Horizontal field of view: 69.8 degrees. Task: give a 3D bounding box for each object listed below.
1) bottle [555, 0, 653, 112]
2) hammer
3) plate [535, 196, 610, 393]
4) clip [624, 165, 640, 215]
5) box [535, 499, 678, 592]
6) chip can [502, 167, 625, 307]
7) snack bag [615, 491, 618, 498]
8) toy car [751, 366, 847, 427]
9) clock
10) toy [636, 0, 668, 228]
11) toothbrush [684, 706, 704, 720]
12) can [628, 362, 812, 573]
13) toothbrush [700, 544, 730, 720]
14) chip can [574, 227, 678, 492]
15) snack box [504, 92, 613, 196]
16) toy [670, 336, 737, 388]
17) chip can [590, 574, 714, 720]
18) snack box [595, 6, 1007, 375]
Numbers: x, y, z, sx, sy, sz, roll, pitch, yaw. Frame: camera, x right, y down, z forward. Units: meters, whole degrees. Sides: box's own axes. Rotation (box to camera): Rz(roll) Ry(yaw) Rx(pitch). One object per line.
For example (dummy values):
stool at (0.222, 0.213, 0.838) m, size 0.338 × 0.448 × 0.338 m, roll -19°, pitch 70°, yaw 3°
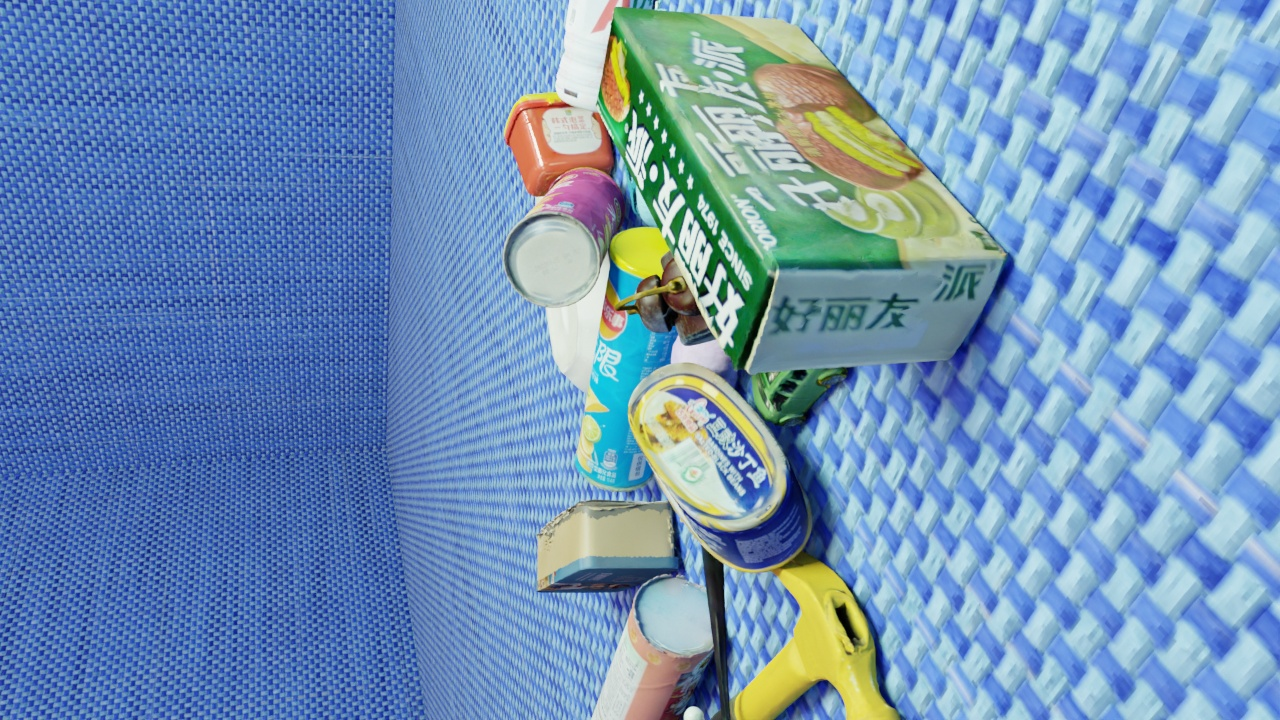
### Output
bottle at (-0.021, -0.302, 0.732) m, size 0.068 × 0.068 × 0.197 m, roll -121°, pitch 37°, yaw -52°
hammer at (0.073, 0.227, 0.597) m, size 0.302 × 0.032 × 0.128 m, roll 112°, pitch 149°, yaw -48°
plate at (-0.072, -0.096, 0.939) m, size 0.162 × 0.034 × 0.265 m, roll 135°, pitch 129°, yaw -63°
clip at (-0.002, -0.149, 0.773) m, size 0.043 × 0.014 × 0.056 m, roll 123°, pitch 139°, yaw -59°
box at (-0.032, 0.162, 0.789) m, size 0.185 × 0.089 × 0.061 m, roll 134°, pitch 137°, yaw -65°
chip can at (-0.055, -0.104, 0.730) m, size 0.210 × 0.071 × 0.071 m, roll -81°, pitch -4°, yaw -70°
snack bag at (-0.029, 0.073, 0.858) m, size 0.048 × 0.026 × 0.104 m, roll 105°, pitch 153°, yaw -53°
toy car at (0.087, 0.004, 0.527) m, size 0.091 × 0.036 × 0.043 m, roll 113°, pitch 147°, yaw -57°
clock at (0.043, -0.042, 0.519) m, size 0.082 × 0.121 × 0.055 m, roll -26°, pitch 81°, yaw 68°
toy at (0.015, -0.180, 0.674) m, size 0.161 × 0.049 × 0.156 m, roll 178°, pitch 82°, yaw -77°
toothbrush at (0.047, 0.309, 0.629) m, size 0.020 × 0.029 × 0.190 m, roll -80°, pitch -17°, yaw -64°
can at (0.045, 0.061, 0.560) m, size 0.148 × 0.074 × 0.049 m, roll 53°, pitch 174°, yaw 49°
toothbrush at (0.049, 0.170, 0.583) m, size 0.018 × 0.015 × 0.181 m, roll 168°, pitch 98°, yaw -78°
chip can at (-0.004, 0.004, 0.718) m, size 0.071 × 0.071 × 0.211 m, roll -116°, pitch 30°, yaw -47°
snack box at (-0.072, -0.200, 0.852) m, size 0.082 × 0.091 × 0.080 m, roll 134°, pitch 123°, yaw -64°
toy at (0.045, -0.011, 0.623) m, size 0.084 × 0.038 × 0.108 m, roll 54°, pitch 150°, yaw 30°
chip can at (0.005, 0.259, 0.727) m, size 0.071 × 0.071 × 0.215 m, roll -113°, pitch 28°, yaw -43°
snack box at (0.064, -0.096, 0.460) m, size 0.239 × 0.114 × 0.063 m, roll -112°, pitch 27°, yaw -43°
